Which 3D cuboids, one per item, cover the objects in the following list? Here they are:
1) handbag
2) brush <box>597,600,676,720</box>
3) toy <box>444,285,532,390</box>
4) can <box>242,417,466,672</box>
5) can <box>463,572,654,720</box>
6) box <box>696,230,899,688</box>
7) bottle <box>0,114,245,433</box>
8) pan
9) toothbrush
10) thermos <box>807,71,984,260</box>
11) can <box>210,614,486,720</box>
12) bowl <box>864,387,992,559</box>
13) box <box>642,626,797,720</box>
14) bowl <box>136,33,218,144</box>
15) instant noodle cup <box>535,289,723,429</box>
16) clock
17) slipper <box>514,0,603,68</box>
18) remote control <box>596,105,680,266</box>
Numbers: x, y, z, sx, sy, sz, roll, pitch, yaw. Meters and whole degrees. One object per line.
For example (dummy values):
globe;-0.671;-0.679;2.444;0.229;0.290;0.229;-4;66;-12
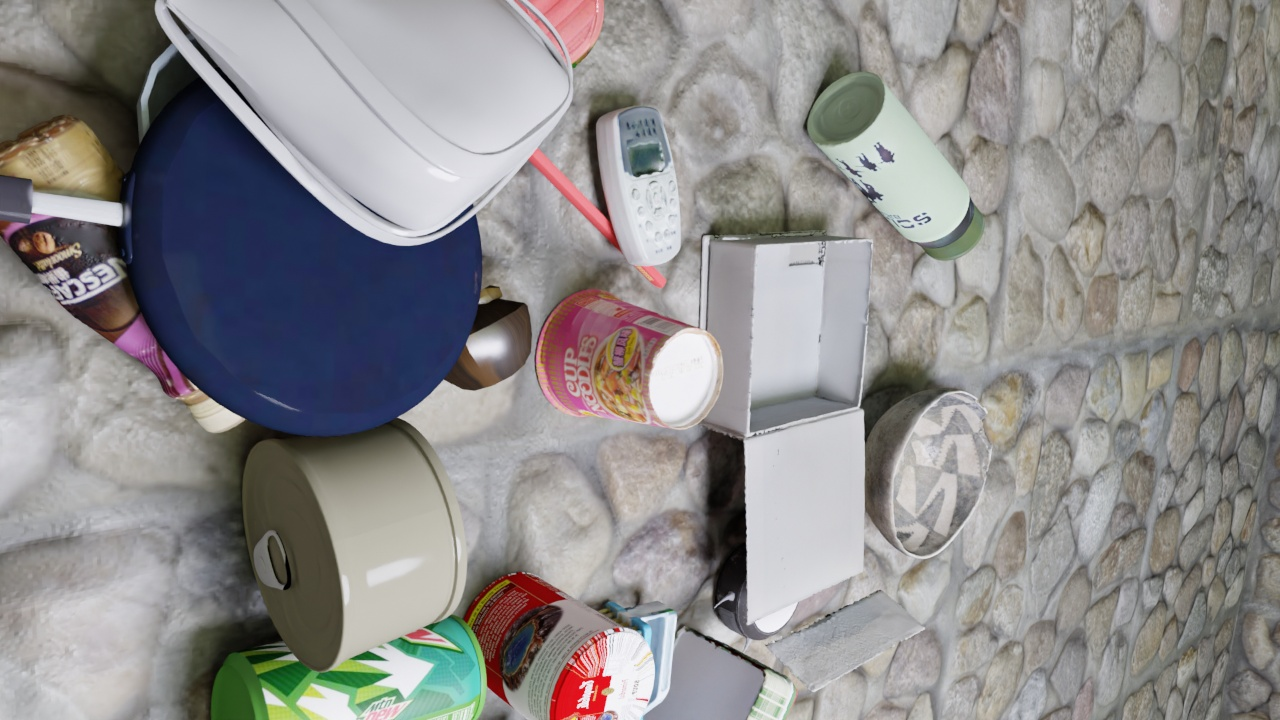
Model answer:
handbag;-0.144;-0.178;0.465;0.222;0.096;0.215;45;36;-10
brush;-0.012;0.266;0.739;0.075;0.055;0.136;-1;101;-37
toy;-0.113;-0.030;0.583;0.076;0.062;0.100;-22;111;4
can;-0.162;0.099;0.516;0.073;0.128;0.128;-13;108;-42
can;-0.060;0.208;0.640;0.086;0.116;0.087;-11;107;-40
box;0.138;0.072;0.801;0.165;0.099;0.368;-9;100;-40
bottle;-0.250;-0.034;0.452;0.059;0.060;0.166;-43;126;-27
pan;-0.214;-0.063;0.423;0.355;0.021;0.198;4;85;-47
toothbrush;-0.046;-0.109;0.650;0.212;0.012;0.017;42;72;-40
thermos;0.248;-0.174;0.860;0.231;0.082;0.082;30;79;-42
can;-0.174;0.205;0.558;0.143;0.083;0.083;0;100;-44
bowl;0.281;0.108;0.949;0.178;0.081;0.178;-11;107;-39
box;0.038;0.335;0.762;0.051;0.118;0.205;39;72;-35
bowl;-0.209;-0.114;0.476;0.106;0.039;0.106;3;86;-48
instant noodle cup;-0.004;0.004;0.649;0.097;0.109;0.098;-11;107;-39
clock;0.117;0.209;0.850;0.122;0.044;0.091;-41;124;-28
slipper;-0.089;-0.287;0.540;0.103;0.059;0.249;-53;145;-21
remote control;0.000;-0.126;0.667;0.060;0.028;0.114;-21;106;-46
